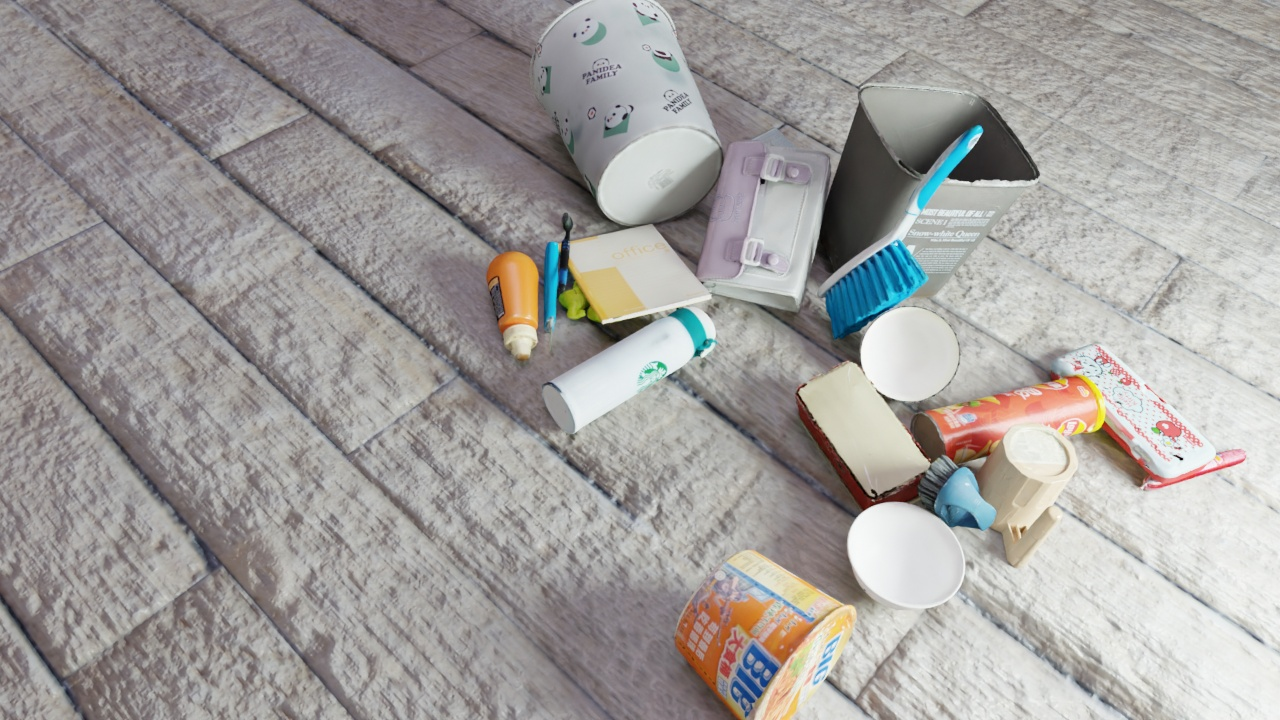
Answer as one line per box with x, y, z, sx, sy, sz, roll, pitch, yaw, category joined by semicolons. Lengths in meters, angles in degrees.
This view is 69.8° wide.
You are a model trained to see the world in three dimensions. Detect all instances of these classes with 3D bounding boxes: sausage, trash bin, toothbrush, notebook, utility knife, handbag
0.647;0.127;1.073;0.155;0.020;0.020;-13;53;-13;sausage
0.350;-0.209;1.185;0.198;0.220;0.198;-1;49;-17;trash bin
-0.014;-0.341;1.289;0.229;0.230;0.251;-13;58;-14;trash bin
-0.101;-0.148;1.225;0.014;0.016;0.189;-11;37;8;toothbrush
-0.014;-0.117;1.199;0.145;0.010;0.206;-14;38;-14;notebook
-0.116;-0.082;1.185;0.018;0.034;0.185;6;52;-12;utility knife
0.159;-0.178;1.196;0.145;0.098;0.197;11;80;18;handbag

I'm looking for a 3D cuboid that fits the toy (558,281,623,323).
-0.049;-0.076;1.183;0.100;0.031;0.096;28;54;23;toy

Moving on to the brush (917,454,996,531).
0.336;0.147;0.962;0.073;0.144;0.055;38;89;31;brush

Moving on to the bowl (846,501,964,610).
0.265;0.213;0.947;0.118;0.065;0.118;2;51;-3;bowl

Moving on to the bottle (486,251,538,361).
-0.156;-0.065;1.151;0.066;0.067;0.149;-6;59;-9;bottle

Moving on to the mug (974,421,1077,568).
0.414;0.144;0.989;0.084;0.104;0.124;6;50;0;mug

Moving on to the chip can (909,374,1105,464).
0.427;0.071;1.071;0.216;0.073;0.073;-11;53;-12;chip can

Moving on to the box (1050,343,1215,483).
0.580;0.058;1.094;0.086;0.048;0.201;-16;48;-16;box

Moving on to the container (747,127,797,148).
0.193;-0.256;1.312;0.089;0.090;0.111;-29;61;-24;container

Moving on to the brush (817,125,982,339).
0.304;-0.135;1.066;0.060;0.315;0.109;-16;74;-33;brush

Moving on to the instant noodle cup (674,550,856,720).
0.111;0.257;0.855;0.151;0.152;0.111;-35;53;-28;instant noodle cup

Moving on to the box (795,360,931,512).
0.250;0.084;1.030;0.091;0.077;0.168;-27;55;-4;box

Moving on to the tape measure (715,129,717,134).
0.095;-0.320;1.376;0.039;0.057;0.057;-1;65;-11;tape measure

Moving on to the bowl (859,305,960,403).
0.327;-0.009;1.119;0.116;0.116;0.066;21;8;12;bowl

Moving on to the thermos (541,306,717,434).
-0.007;0.006;1.096;0.223;0.073;0.073;-30;59;-26;thermos
